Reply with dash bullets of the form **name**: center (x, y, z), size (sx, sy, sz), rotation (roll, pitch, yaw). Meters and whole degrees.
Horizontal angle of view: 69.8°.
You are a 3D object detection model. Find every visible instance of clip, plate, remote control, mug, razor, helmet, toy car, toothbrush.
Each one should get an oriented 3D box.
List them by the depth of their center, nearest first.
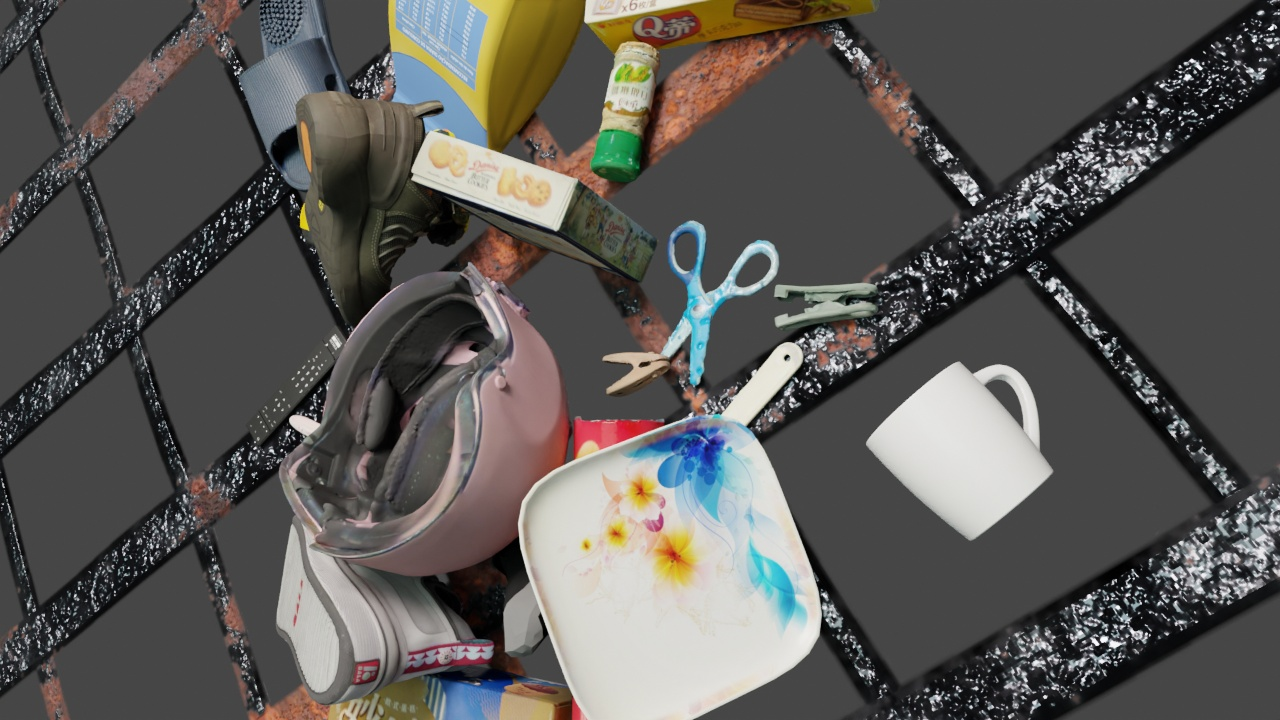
- **mug**: center (0.218, 0.051, 0.592), size (0.114, 0.081, 0.087), rotation (-34, 70, -19)
- **plate**: center (0.021, 0.143, 0.625), size (0.186, 0.016, 0.187), rotation (-19, 86, -18)
- **razor**: center (-0.078, 0.171, 0.661), size (0.060, 0.156, 0.057), rotation (32, 95, -15)
- **clip**: center (0.135, -0.049, 0.674), size (0.078, 0.023, 0.049), rotation (-17, 74, 23)
- **helmet**: center (-0.149, 0.049, 0.709), size (0.230, 0.152, 0.255), rotation (-52, 40, 6)
- **clip**: center (-0.005, 0.003, 0.724), size (0.060, 0.024, 0.039), rotation (-30, 67, 26)
- **toothbrush**: center (-0.260, 0.083, 0.835), size (0.181, 0.018, 0.015), rotation (20, 88, 28)
- **toy car**: center (-0.182, -0.157, 0.836), size (0.049, 0.030, 0.107), rotation (-5, 94, 26)
- **remote control**: center (-0.329, 0.025, 0.882), size (0.140, 0.009, 0.030), rotation (-45, 65, 10)

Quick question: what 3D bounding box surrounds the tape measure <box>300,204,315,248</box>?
- **tape measure**: center (-0.290, -0.132, 0.865), size (0.037, 0.065, 0.064), rotation (17, 88, 24)

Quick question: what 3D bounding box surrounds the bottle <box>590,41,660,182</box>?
- **bottle**: center (-0.011, -0.207, 0.764), size (0.043, 0.043, 0.111), rotation (8, 82, 26)

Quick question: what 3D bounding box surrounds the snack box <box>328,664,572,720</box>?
- **snack box**: center (-0.145, 0.318, 0.703), size (0.203, 0.069, 0.155), rotation (2, 79, 25)

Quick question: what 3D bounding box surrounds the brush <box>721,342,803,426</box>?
- **brush**: center (0.048, 0.072, 0.696), size (0.033, 0.012, 0.218), rotation (44, 98, 26)

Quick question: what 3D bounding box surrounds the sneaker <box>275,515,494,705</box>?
- **sneaker**: center (-0.217, 0.190, 0.740), size (0.263, 0.128, 0.097), rotation (15, 93, 57)

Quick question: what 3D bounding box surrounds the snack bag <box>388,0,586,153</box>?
- **snack bag**: center (-0.152, -0.285, 0.824), size (0.159, 0.102, 0.206), rotation (42, 120, 26)

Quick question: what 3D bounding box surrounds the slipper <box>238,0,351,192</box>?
- **slipper**: center (-0.360, -0.291, 0.923), size (0.101, 0.082, 0.263), rotation (-24, 70, 21)

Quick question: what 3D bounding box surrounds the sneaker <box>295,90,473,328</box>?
- **sneaker**: center (-0.210, -0.135, 0.792), size (0.142, 0.239, 0.101), rotation (-16, 58, -24)

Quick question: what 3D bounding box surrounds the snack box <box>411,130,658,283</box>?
- **snack box**: center (-0.079, -0.117, 0.719), size (0.144, 0.145, 0.042), rotation (23, 89, 26)

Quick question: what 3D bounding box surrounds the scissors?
- **scissors**: center (0.040, -0.049, 0.726), size (0.114, 0.013, 0.140), rotation (40, 100, 26)

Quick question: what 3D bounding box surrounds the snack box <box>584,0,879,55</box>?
- **snack box**: center (0.072, -0.325, 0.738), size (0.231, 0.061, 0.110), rotation (-1, 79, 25)

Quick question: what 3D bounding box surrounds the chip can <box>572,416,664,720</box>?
- **chip can**: center (-0.015, 0.157, 0.660), size (0.073, 0.073, 0.233), rotation (-4, 81, 24)
